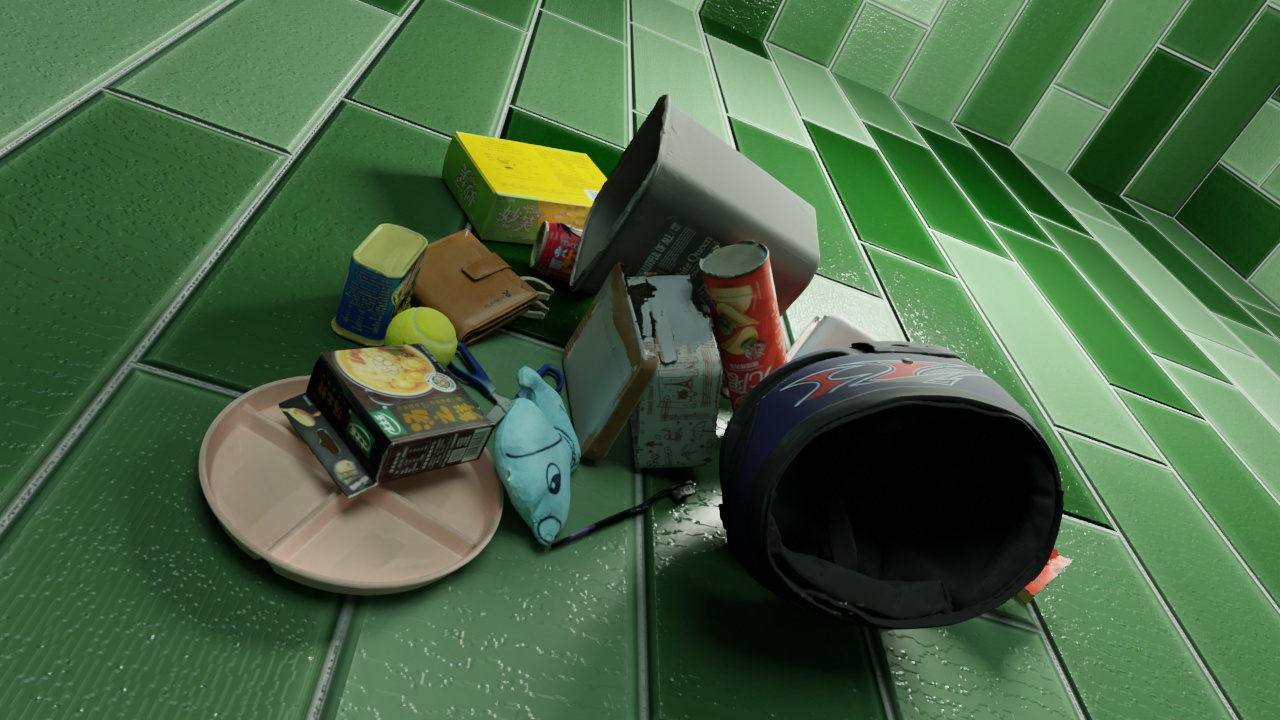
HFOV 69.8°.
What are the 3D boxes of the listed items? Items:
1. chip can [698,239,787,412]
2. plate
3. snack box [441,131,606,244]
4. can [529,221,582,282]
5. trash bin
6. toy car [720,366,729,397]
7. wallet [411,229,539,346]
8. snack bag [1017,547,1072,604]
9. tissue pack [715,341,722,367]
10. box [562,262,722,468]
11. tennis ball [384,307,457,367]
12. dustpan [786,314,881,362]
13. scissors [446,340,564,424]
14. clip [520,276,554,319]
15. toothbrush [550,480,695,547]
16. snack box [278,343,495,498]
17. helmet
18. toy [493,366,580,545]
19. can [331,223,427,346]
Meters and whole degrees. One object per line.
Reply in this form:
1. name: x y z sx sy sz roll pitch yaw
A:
1. chip can: 0.115 -0.014 0.945 0.073 0.217 0.073 -11 34 7
2. plate: -0.221 0.093 0.717 0.229 0.028 0.229 18 32 -12
3. snack box: -0.136 -0.221 1.210 0.209 0.070 0.157 0 40 -36
4. can: -0.081 -0.127 1.113 0.093 0.067 0.066 15 33 -17
5. trash bin: 0.064 -0.138 1.023 0.219 0.200 0.198 27 38 -15
6. toy car: 0.131 0.022 1.070 0.090 0.043 0.034 9 29 -25
7. wallet: -0.188 -0.080 0.975 0.107 0.031 0.132 -32 62 -31
8. snack bag: 0.361 0.151 0.975 0.128 0.073 0.208 -10 57 -49
9. tissue pack: 0.111 -0.025 1.119 0.133 0.050 0.093 16 32 -18
10. box: -0.007 0.005 0.904 0.148 0.147 0.180 -3 36 -4
11. tennis ball: -0.205 -0.018 0.858 0.065 0.066 0.065 19 32 -12
12. dustpan: 0.278 0.043 1.184 0.222 0.139 0.273 34 4 15
13. scissors: -0.132 0.034 0.887 0.162 0.012 0.175 36 33 11
14. clip: -0.148 -0.080 1.028 0.100 0.035 0.070 24 32 5
15. toothbrush: -0.010 0.138 0.821 0.188 0.014 0.016 -15 62 -47
16. snack box: -0.202 0.043 0.738 0.113 0.053 0.125 43 29 27
17. helmet: 0.189 0.099 0.811 0.315 0.247 0.240 8 8 -22
18. toy: -0.088 0.078 0.788 0.156 0.050 0.161 15 56 -68
19. can: -0.252 -0.075 0.892 0.057 0.083 0.101 22 31 -6
